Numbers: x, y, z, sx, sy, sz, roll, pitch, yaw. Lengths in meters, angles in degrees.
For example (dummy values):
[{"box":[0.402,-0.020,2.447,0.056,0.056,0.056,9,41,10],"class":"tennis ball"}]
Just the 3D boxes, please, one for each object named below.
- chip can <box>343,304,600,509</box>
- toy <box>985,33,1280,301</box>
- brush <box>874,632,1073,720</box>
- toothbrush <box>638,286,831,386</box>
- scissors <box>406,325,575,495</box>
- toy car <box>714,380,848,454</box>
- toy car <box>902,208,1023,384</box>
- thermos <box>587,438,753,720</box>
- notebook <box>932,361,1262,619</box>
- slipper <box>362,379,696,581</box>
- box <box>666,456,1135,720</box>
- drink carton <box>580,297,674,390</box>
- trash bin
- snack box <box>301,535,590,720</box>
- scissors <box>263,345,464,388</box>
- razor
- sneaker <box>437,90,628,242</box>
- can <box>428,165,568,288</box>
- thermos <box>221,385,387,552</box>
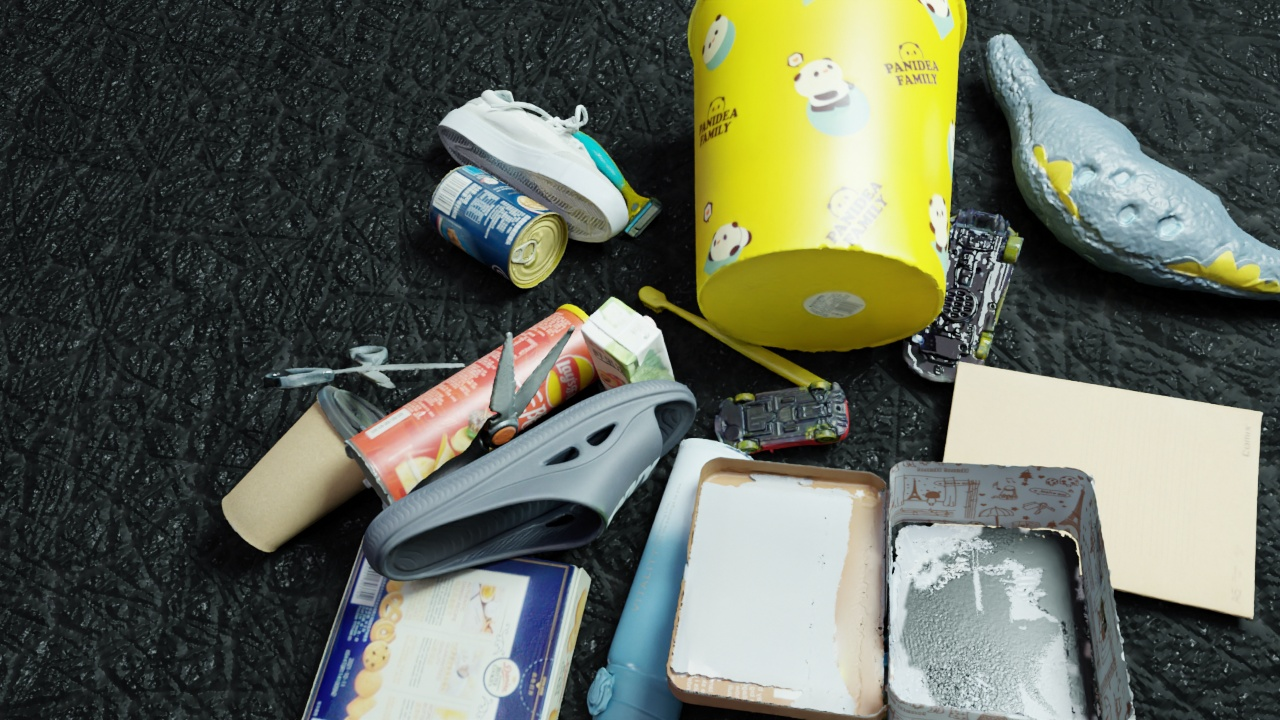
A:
[{"box":[-0.125,0.036,0.734,0.216,0.073,0.073,-34,61,-26],"class":"chip can"},{"box":[0.386,-0.145,0.747,0.137,0.092,0.356,-29,63,-18],"class":"toy"},{"box":[0.217,0.207,0.621,0.144,0.055,0.073,-7,43,8],"class":"brush"},{"box":[0.077,-0.016,0.785,0.190,0.017,0.015,30,71,22],"class":"toothbrush"},{"box":[-0.104,0.060,0.674,0.225,0.204,0.021,-43,62,9],"class":"scissors"},{"box":[0.112,0.048,0.735,0.106,0.031,0.049,-10,63,15],"class":"toy car"},{"box":[0.260,-0.053,0.750,0.070,0.042,0.158,18,75,19],"class":"toy car"},{"box":[0.025,0.166,0.672,0.070,0.070,0.220,14,66,18],"class":"thermos"},{"box":[0.329,0.088,0.665,0.212,0.012,0.149,11,70,14],"class":"notebook"},{"box":[-0.064,0.107,0.676,0.267,0.111,0.083,-24,59,-19],"class":"slipper"},{"box":[0.156,0.151,0.590,0.261,0.082,0.176,1,47,14],"class":"box"},{"box":[-0.004,0.004,0.729,0.053,0.123,0.045,38,73,26],"class":"drink carton"},{"box":[0.144,-0.158,0.732,0.230,0.230,0.254,1,68,12],"class":"trash bin"},{"box":[-0.146,0.230,0.685,0.183,0.046,0.177,6,64,14],"class":"snack box"},{"box":[-0.230,0.008,0.773,0.181,0.159,0.014,-5,104,3],"class":"scissors"},{"box":[-0.027,-0.176,0.879,0.043,0.028,0.132,-48,63,21],"class":"razor"},{"box":[-0.086,-0.194,0.873,0.242,0.089,0.090,34,70,31],"class":"sneaker"},{"box":[-0.132,-0.125,0.848,0.111,0.075,0.075,33,74,25],"class":"can"},{"box":[-0.270,0.090,0.763,0.143,0.093,0.093,-41,63,-2],"class":"thermos"}]
